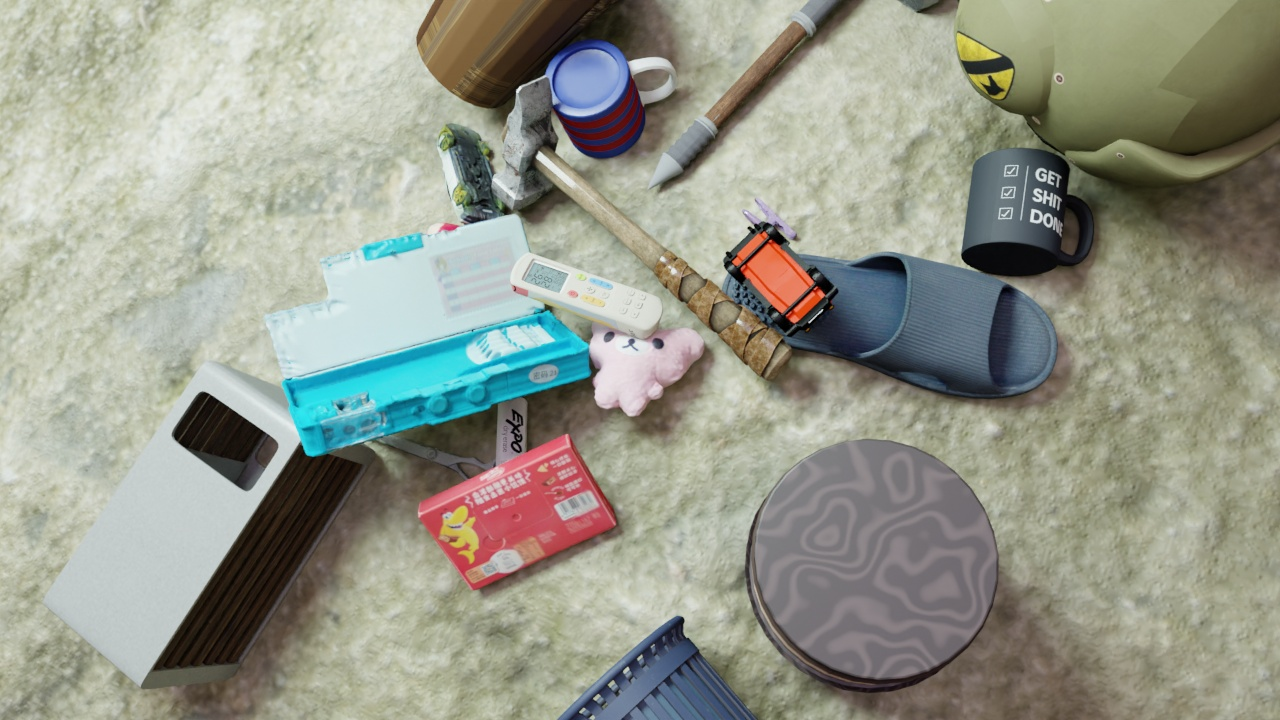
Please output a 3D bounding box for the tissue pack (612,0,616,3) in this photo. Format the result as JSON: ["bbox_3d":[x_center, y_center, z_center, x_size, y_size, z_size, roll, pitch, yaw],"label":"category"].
[{"bbox_3d":[-0.084,-0.414,0.881,0.104,0.071,0.181,-27,75,3],"label":"tissue pack"}]

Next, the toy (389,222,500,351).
[{"bbox_3d":[-0.169,-0.051,0.805,0.105,0.067,0.137,20,88,8],"label":"toy"}]

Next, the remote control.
[{"bbox_3d":[-0.043,-0.053,0.739,0.125,0.018,0.038,19,52,3],"label":"remote control"}]

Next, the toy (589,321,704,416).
[{"bbox_3d":[-0.004,0.004,0.753,0.099,0.053,0.095,13,53,15],"label":"toy"}]

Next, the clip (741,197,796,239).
[{"bbox_3d":[0.108,-0.114,0.786,0.053,0.013,0.037,31,85,15],"label":"clip"}]

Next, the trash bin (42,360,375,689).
[{"bbox_3d":[-0.350,0.136,0.763,0.114,0.114,0.228,29,83,17],"label":"trash bin"}]

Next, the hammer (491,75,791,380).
[{"bbox_3d":[-0.002,-0.100,0.757,0.319,0.122,0.048,43,54,15],"label":"hammer"}]

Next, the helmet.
[{"bbox_3d":[0.352,-0.235,0.626,0.250,0.256,0.233,-35,67,0],"label":"helmet"}]

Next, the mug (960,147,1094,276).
[{"bbox_3d":[0.308,-0.110,0.719,0.105,0.071,0.077,15,78,-12],"label":"mug"}]

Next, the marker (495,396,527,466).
[{"bbox_3d":[-0.108,0.057,0.774,0.025,0.025,0.125,-6,67,10],"label":"marker"}]

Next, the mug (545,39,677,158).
[{"bbox_3d":[-0.022,-0.238,0.813,0.112,0.076,0.075,-21,72,6],"label":"mug"}]

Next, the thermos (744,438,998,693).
[{"bbox_3d":[0.147,0.133,0.599,0.173,0.226,0.172,-3,75,11],"label":"thermos"}]

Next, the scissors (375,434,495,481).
[{"bbox_3d":[-0.162,0.078,0.792,0.171,0.014,0.090,39,84,16],"label":"scissors"}]

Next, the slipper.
[{"bbox_3d":[0.189,-0.043,0.714,0.264,0.082,0.101,13,77,16],"label":"slipper"}]

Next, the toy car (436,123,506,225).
[{"bbox_3d":[-0.158,-0.166,0.841,0.033,0.048,0.105,-31,68,38],"label":"toy car"}]

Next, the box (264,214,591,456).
[{"bbox_3d":[-0.174,-0.016,0.739,0.226,0.084,0.172,-17,61,-23],"label":"box"}]

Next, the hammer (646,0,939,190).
[{"bbox_3d":[0.118,-0.271,0.814,0.156,0.043,0.322,43,90,19],"label":"hammer"}]

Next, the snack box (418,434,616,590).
[{"bbox_3d":[-0.097,0.123,0.733,0.133,0.089,0.021,-25,27,5],"label":"snack box"}]

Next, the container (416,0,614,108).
[{"bbox_3d":[-0.109,-0.313,0.798,0.168,0.132,0.132,-37,67,37],"label":"container"}]

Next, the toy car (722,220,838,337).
[{"bbox_3d":[0.108,-0.061,0.701,0.051,0.048,0.100,-44,54,10],"label":"toy car"}]

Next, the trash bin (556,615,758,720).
[{"bbox_3d":[0.059,0.315,0.618,0.139,0.139,0.249,-43,73,-2],"label":"trash bin"}]
